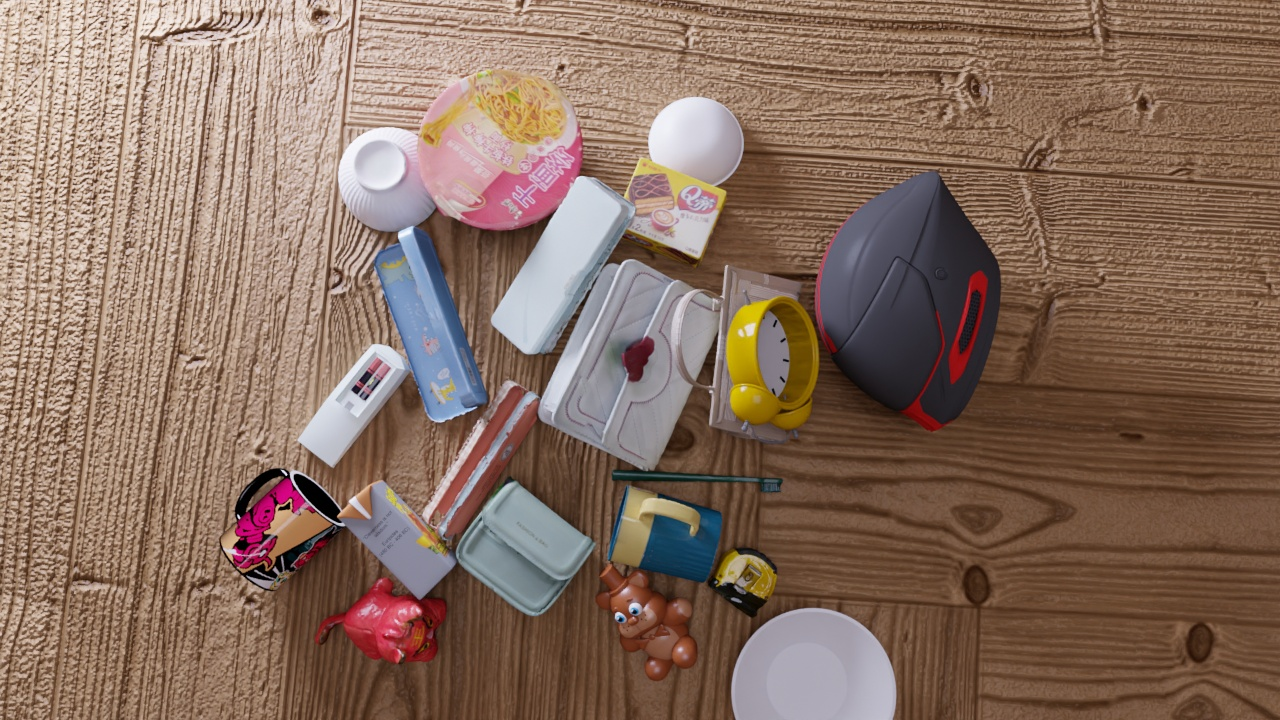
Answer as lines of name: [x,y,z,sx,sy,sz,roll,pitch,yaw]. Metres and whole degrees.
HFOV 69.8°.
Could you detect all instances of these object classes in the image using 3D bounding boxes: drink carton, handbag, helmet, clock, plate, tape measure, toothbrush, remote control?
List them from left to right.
remote control: [-0.316,0.047,1.015,0.049,0.024,0.143,37,85,3]
drink carton: [-0.257,0.189,0.978,0.048,0.076,0.125,-44,91,-5]
handbag: [-0.126,0.201,0.982,0.122,0.067,0.106,37,83,3]
handbag: [-0.006,0.006,0.983,0.142,0.096,0.198,25,83,-16]
toothbrush: [0.063,0.134,1.016,0.190,0.016,0.017,3,86,0]
handbag: [0.091,-0.013,0.945,0.062,0.197,0.175,2,83,36]
tape measure: [0.114,0.236,0.996,0.065,0.037,0.064,36,85,3]
clock: [0.133,0.008,0.926,0.052,0.113,0.152,-5,79,43]
plate: [0.183,0.352,0.986,0.174,0.036,0.174,0,84,-1]
helmet: [0.270,-0.072,0.965,0.170,0.164,0.264,16,85,-1]

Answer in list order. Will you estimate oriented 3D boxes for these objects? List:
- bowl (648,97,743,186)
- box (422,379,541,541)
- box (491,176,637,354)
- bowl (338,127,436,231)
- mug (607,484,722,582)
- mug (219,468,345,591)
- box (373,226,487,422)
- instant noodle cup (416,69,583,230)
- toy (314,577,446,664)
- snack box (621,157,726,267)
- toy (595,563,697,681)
bowl: [0.065,-0.254,1.042,0.110,0.040,0.110,0,84,-1]
box: [-0.165,0.114,0.997,0.058,0.062,0.188,34,85,-42]
box: [-0.087,-0.102,0.992,0.083,0.066,0.199,31,107,-5]
bowl: [-0.283,-0.208,1.021,0.118,0.062,0.118,0,84,-1]
mug: [0.028,0.179,0.964,0.107,0.114,0.083,17,59,0]
mug: [-0.388,0.169,0.981,0.098,0.082,0.118,-43,59,-5]
box: [-0.234,-0.039,1.001,0.078,0.074,0.209,-21,85,1]
instant noodle cup: [-0.151,-0.222,1.018,0.178,0.078,0.178,0,83,-1]
toy: [-0.276,0.276,0.959,0.133,0.094,0.088,1,85,0]
snack box: [0.033,-0.163,1.022,0.106,0.061,0.083,22,85,1]
toy: [0.003,0.272,0.969,0.095,0.065,0.127,-37,99,22]
